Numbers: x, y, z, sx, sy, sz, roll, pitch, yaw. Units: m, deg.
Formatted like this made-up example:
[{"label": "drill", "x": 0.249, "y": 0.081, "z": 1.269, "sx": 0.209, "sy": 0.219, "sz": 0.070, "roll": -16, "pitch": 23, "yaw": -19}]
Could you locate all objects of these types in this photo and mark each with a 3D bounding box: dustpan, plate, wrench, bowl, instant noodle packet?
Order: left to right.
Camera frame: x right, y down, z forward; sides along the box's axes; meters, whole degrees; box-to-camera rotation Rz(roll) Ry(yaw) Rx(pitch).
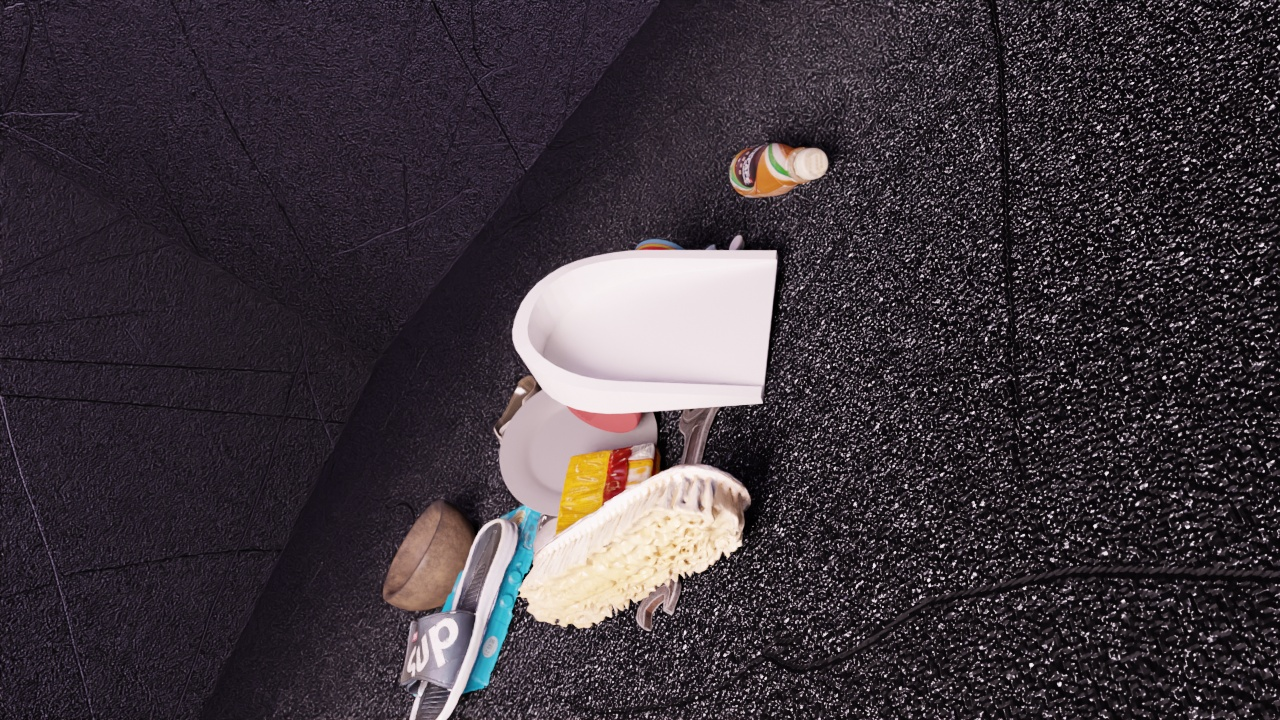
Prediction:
[{"label": "bowl", "x": -0.297, "y": 0.286, "z": 1.320, "sx": 0.163, "sy": 0.070, "sz": 0.162, "roll": -47, "pitch": 21, "yaw": 25}, {"label": "plate", "x": -0.068, "y": 0.093, "z": 1.008, "sx": 0.178, "sy": 0.012, "sz": 0.178, "roll": -8, "pitch": 53, "yaw": 10}, {"label": "instant noodle packet", "x": -0.029, "y": 0.135, "z": 0.913, "sx": 0.099, "sy": 0.040, "sz": 0.135, "roll": -7, "pitch": 37, "yaw": 11}, {"label": "dustpan", "x": -0.001, "y": -0.040, "z": 0.925, "sx": 0.258, "sy": 0.053, "sz": 0.191, "roll": -5, "pitch": 49, "yaw": 21}, {"label": "wrench", "x": 0.041, "y": 0.124, "z": 0.861, "sx": 0.070, "sy": 0.010, "sz": 0.272, "roll": -37, "pitch": 28, "yaw": 45}]

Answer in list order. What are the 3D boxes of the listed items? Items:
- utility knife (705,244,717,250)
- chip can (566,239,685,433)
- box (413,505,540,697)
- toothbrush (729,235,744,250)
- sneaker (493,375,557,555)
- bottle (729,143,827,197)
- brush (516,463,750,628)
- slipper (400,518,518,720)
[{"label": "utility knife", "x": 0.069, "y": -0.082, "z": 1.114, "sx": 0.022, "sy": 0.015, "sz": 0.140, "roll": -28, "pitch": 36, "yaw": 53}, {"label": "chip can", "x": -0.006, "y": -0.030, "z": 1.019, "sx": 0.087, "sy": 0.087, "sz": 0.212, "roll": -29, "pitch": 31, "yaw": 53}, {"label": "box", "x": -0.200, "y": 0.298, "z": 1.130, "sx": 0.182, "sy": 0.039, "sz": 0.226, "roll": -32, "pitch": 32, "yaw": 47}, {"label": "toothbrush", "x": 0.067, "y": -0.050, "z": 1.050, "sx": 0.027, "sy": 0.026, "sz": 0.222, "roll": 19, "pitch": 72, "yaw": 35}, {"label": "sneaker", "x": -0.113, "y": 0.125, "z": 1.064, "sx": 0.095, "sy": 0.120, "sz": 0.234, "roll": -39, "pitch": 28, "yaw": 41}, {"label": "bottle", "x": 0.159, "y": -0.218, "z": 1.044, "sx": 0.059, "sy": 0.059, "sz": 0.167, "roll": -58, "pitch": 20, "yaw": -4}, {"label": "brush", "x": -0.013, "y": 0.162, "z": 0.785, "sx": 0.272, "sy": 0.083, "sz": 0.056, "roll": -37, "pitch": 27, "yaw": 42}, {"label": "slipper", "x": -0.215, "y": 0.290, "z": 1.034, "sx": 0.111, "sy": 0.063, "sz": 0.263, "roll": -30, "pitch": 30, "yaw": 48}]
